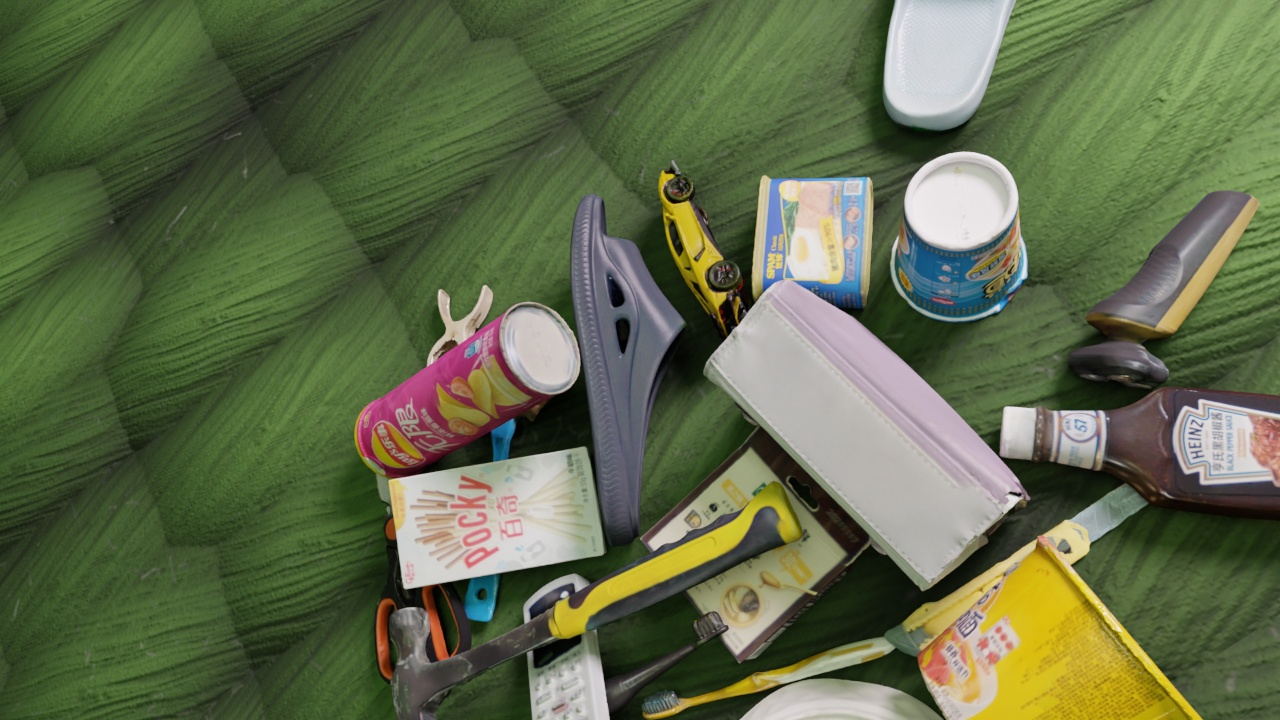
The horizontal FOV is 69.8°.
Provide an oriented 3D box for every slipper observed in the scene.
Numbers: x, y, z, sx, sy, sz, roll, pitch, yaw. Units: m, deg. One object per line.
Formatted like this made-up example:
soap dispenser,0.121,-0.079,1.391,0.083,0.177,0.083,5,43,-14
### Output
slipper,-0.004,0.004,0.704,0.083,0.111,0.268,-6,78,-1
slipper,0.247,-0.298,0.716,0.104,0.074,0.245,14,80,22

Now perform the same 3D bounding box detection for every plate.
plate,0.133,0.313,0.589,0.205,0.045,0.204,-5,72,16

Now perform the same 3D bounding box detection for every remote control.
remote control,-0.054,0.225,0.655,0.058,0.021,0.149,-34,41,19

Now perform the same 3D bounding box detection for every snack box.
snack box,-0.110,0.120,0.707,0.157,0.027,0.084,-10,85,-1
snack box,0.083,0.130,0.654,0.126,0.053,0.113,-43,66,3

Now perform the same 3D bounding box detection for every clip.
clip,-0.156,-0.017,0.792,0.072,0.035,0.100,-5,64,17

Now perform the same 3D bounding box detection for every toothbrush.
toothbrush,0.088,0.221,0.645,0.191,0.016,0.018,-21,113,12
toothbrush,-0.024,0.239,0.652,0.213,0.026,0.027,-38,72,17

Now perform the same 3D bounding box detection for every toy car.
toy car,0.047,-0.086,0.722,0.041,0.071,0.155,-25,66,6

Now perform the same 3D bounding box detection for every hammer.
hammer,-0.038,0.175,0.632,0.324,0.032,0.126,-28,53,14

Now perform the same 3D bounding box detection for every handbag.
handbag,0.153,0.046,0.609,0.197,0.144,0.099,48,113,24

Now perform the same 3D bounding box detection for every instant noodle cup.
instant noodle cup,0.224,-0.090,0.642,0.099,0.110,0.099,-5,72,16
instant noodle cup,0.243,0.192,0.546,0.110,0.138,0.138,-41,66,13

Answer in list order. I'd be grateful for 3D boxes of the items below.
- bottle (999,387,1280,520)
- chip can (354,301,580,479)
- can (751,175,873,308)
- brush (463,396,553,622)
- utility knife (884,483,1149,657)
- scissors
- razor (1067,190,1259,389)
bottle,0.339,0.056,0.597,0.195,0.044,0.079,5,69,21
chip can,-0.137,0.028,0.697,0.211,0.071,0.071,-29,64,41
can,0.133,-0.089,0.702,0.083,0.057,0.102,3,75,17
brush,-0.110,0.081,0.746,0.083,0.046,0.254,6,80,16
utility knife,0.259,0.138,0.616,0.210,0.022,0.031,-32,72,-3
scissors,-0.182,0.146,0.751,0.142,0.021,0.234,-5,75,29
razor,0.360,-0.048,0.622,0.067,0.062,0.167,41,83,-6
